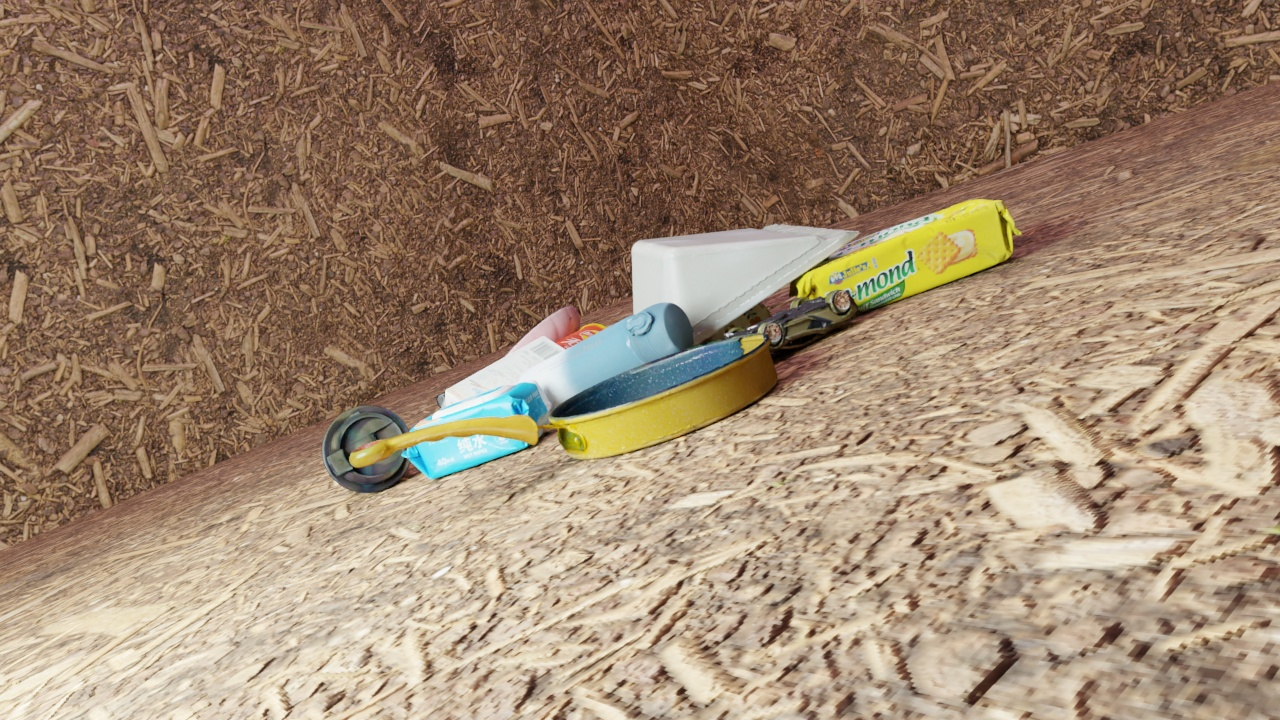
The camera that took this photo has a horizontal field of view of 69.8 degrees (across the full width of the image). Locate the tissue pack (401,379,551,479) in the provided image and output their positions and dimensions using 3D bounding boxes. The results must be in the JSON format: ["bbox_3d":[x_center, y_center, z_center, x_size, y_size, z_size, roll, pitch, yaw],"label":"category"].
[{"bbox_3d":[-0.162,0.067,0.929,0.140,0.063,0.090,-19,7,13],"label":"tissue pack"}]

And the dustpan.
[{"bbox_3d":[0.083,-0.071,1.045,0.257,0.143,0.223,-6,12,-13],"label":"dustpan"}]

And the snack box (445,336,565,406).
[{"bbox_3d":[-0.138,0.030,1.061,0.085,0.027,0.156,32,46,28],"label":"snack box"}]

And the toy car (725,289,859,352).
[{"bbox_3d":[0.143,-0.031,0.898,0.157,0.042,0.070,-22,6,-23],"label":"toy car"}]

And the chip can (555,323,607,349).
[{"bbox_3d":[-0.107,0.009,1.213,0.073,0.073,0.216,-17,7,31],"label":"chip can"}]

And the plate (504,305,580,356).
[{"bbox_3d":[-0.151,0.002,1.326,0.192,0.039,0.192,-45,-6,-7],"label":"plate"}]

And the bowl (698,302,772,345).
[{"bbox_3d":[0.100,-0.047,1.095,0.113,0.062,0.113,-19,8,2],"label":"bowl"}]

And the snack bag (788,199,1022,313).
[{"bbox_3d":[0.281,-0.108,1.003,0.247,0.068,0.158,-19,7,11],"label":"snack bag"}]

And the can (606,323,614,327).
[{"bbox_3d":[-0.021,-0.028,1.323,0.057,0.058,0.148,-25,7,-35],"label":"can"}]

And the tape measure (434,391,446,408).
[{"bbox_3d":[-0.210,0.061,1.125,0.066,0.066,0.033,-20,4,13],"label":"tape measure"}]

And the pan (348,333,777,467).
[{"bbox_3d":[-0.051,0.040,0.740,0.356,0.078,0.198,-23,6,-27],"label":"pan"}]

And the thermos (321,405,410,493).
[{"bbox_3d":[-0.303,0.101,1.011,0.093,0.093,0.143,-23,-1,-21],"label":"thermos"}]

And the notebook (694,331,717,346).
[{"bbox_3d":[-0.006,0.006,1.062,0.145,0.010,0.206,-35,10,-15],"label":"notebook"}]

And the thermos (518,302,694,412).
[{"bbox_3d":[-0.038,0.001,0.951,0.221,0.070,0.070,-26,1,41],"label":"thermos"}]
